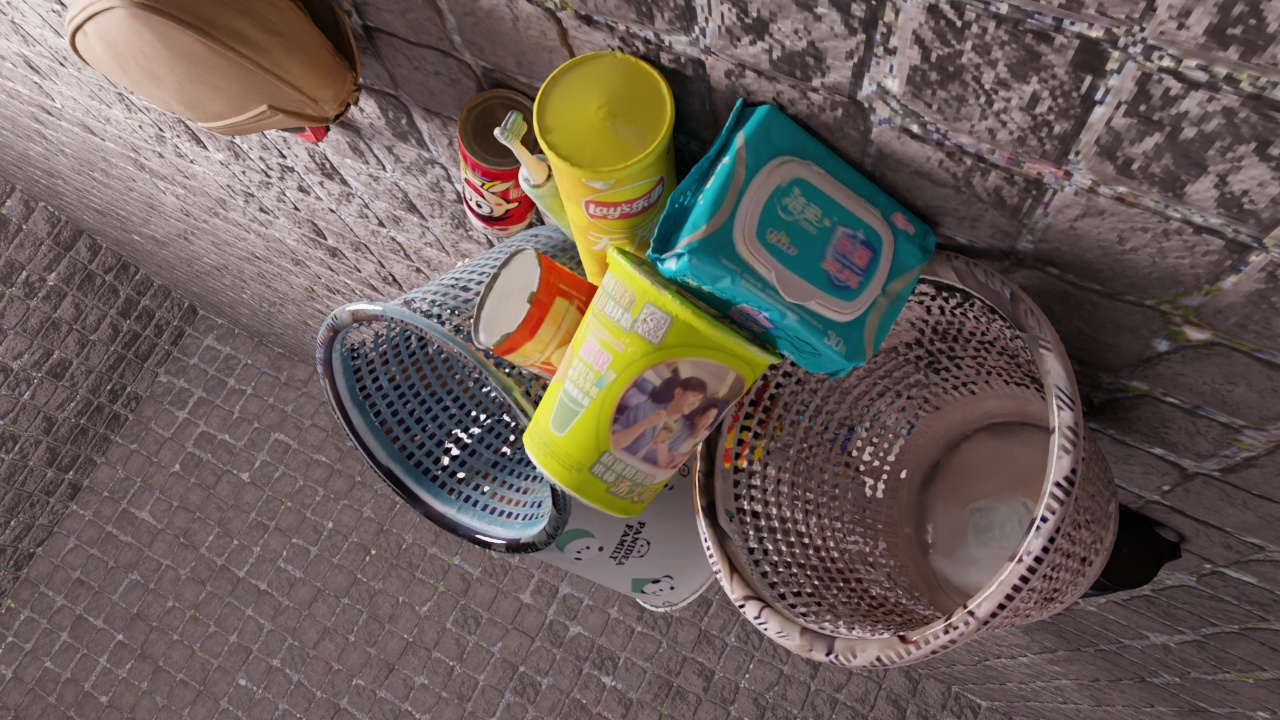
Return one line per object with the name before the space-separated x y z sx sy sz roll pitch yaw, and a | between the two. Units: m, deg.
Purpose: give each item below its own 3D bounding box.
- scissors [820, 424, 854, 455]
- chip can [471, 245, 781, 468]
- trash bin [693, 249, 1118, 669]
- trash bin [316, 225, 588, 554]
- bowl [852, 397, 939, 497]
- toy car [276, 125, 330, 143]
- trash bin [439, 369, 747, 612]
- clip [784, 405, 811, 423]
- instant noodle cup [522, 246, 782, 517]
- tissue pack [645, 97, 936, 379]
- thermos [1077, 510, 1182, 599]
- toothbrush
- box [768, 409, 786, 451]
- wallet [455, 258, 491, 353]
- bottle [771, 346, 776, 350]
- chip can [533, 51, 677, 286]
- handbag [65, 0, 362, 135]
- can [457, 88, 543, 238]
scissors | 0.235 0.082 0.822 0.175 0.012 0.108 11 156 45
chip can | -0.004 0.004 0.606 0.216 0.073 0.073 27 168 -31
trash bin | 0.176 0.072 0.547 0.192 0.227 0.228 24 172 -42
trash bin | -0.099 0.002 0.715 0.227 0.194 0.227 21 136 22
bowl | 0.220 0.088 0.736 0.116 0.066 0.117 28 161 10
toy car | -0.310 -0.214 0.764 0.106 0.031 0.049 27 165 13
trash bin | -0.054 0.116 0.946 0.251 0.229 0.230 24 169 -27
clip | 0.150 0.049 0.858 0.039 0.013 0.056 24 164 11
instant noodle cup | -0.002 0.017 0.511 0.111 0.123 0.111 33 -171 -6
tissue pack | 0.075 -0.060 0.465 0.133 0.093 0.050 31 170 -15
thermos | 0.374 0.179 0.801 0.090 0.068 0.243 5 164 1
toothbrush | -0.056 -0.108 0.572 0.026 0.027 0.224 31 180 8
box | 0.064 0.034 0.901 0.162 0.076 0.088 31 -170 -22
wallet | -0.168 -0.046 0.976 0.115 0.024 0.087 59 146 5
bottle | 0.068 -0.044 0.600 0.057 0.057 0.175 23 165 20
chip can | -0.010 -0.093 0.554 0.072 0.072 0.213 25 166 12
handbag | -0.275 -0.210 0.592 0.205 0.099 0.147 12 166 47
can | -0.094 -0.127 0.618 0.053 0.053 0.133 29 166 -2
